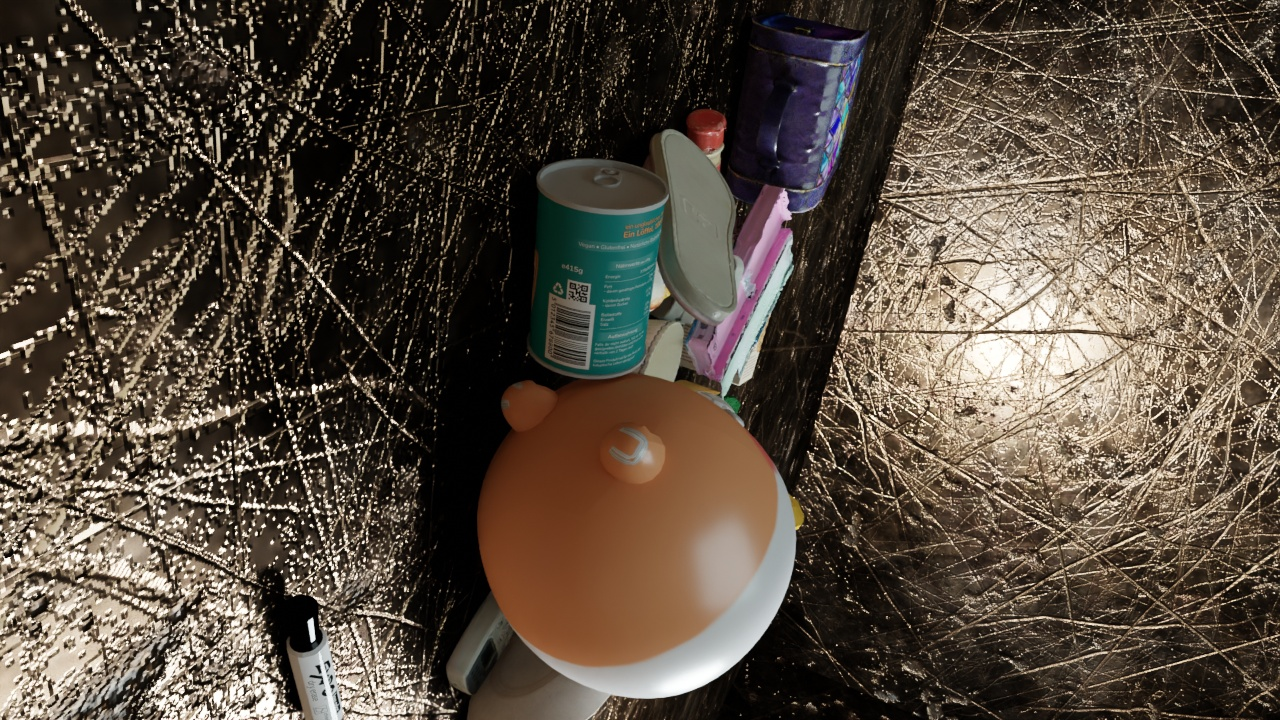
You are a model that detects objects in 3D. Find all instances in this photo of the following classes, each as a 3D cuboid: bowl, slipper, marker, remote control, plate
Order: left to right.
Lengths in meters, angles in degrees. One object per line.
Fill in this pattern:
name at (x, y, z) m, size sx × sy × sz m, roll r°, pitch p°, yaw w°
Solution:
marker at (-0.213, 0.196, 0.595) m, size 0.025 × 0.025 × 0.126 m, roll -51°, pitch 154°, yaw -48°
remote control at (-0.143, 0.258, 0.869) m, size 0.114 × 0.028 × 0.060 m, roll -57°, pitch 158°, yaw -36°
plate at (-0.091, 0.285, 0.868) m, size 0.027 × 0.189 × 0.188 m, roll 58°, pitch 42°, yaw -21°
bowl at (-0.006, 0.006, 0.962) m, size 0.115 × 0.062 × 0.115 m, roll 20°, pitch 89°, yaw -73°
slipper at (0.039, -0.123, 0.837) m, size 0.055 × 0.114 × 0.273 m, roll -38°, pitch -151°, yaw 28°

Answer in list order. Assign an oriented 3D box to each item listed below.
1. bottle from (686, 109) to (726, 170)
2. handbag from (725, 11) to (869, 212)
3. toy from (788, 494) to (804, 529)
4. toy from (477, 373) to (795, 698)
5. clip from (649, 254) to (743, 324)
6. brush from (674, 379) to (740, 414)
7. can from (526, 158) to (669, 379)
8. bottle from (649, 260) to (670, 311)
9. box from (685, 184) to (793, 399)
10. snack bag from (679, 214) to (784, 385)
bottle at (0.068, -0.214, 0.989) m, size 0.109 × 0.044 × 0.044 m, roll 92°, pitch 24°, yaw -46°
handbag at (0.184, -0.304, 1.109) m, size 0.221 × 0.125 × 0.205 m, roll -52°, pitch 155°, yaw -52°
toy at (0.076, 0.212, 1.083) m, size 0.246 × 0.141 × 0.268 m, roll -32°, pitch 163°, yaw -38°
toy at (-0.007, 0.131, 0.771) m, size 0.265 × 0.263 × 0.281 m, roll -50°, pitch 135°, yaw -23°
clip at (0.056, -0.096, 0.962) m, size 0.147 × 0.081 × 0.125 m, roll -143°, pitch -117°, yaw -62°
brush at (0.051, 0.157, 1.276) m, size 0.194 × 0.075 × 0.250 m, roll -7°, pitch 115°, yaw -71°
can at (-0.036, -0.072, 0.724) m, size 0.099 × 0.099 × 0.144 m, roll -47°, pitch 151°, yaw -52°
bottle at (-0.008, -0.072, 0.874) m, size 0.108 × 0.063 × 0.063 m, roll -45°, pitch 149°, yaw -54°
box at (0.128, -0.071, 1.080) m, size 0.230 × 0.035 × 0.159 m, roll -63°, pitch 151°, yaw -20°
snack bag at (0.123, -0.084, 1.206) m, size 0.069 × 0.094 × 0.206 m, roll -21°, pitch 128°, yaw -68°
